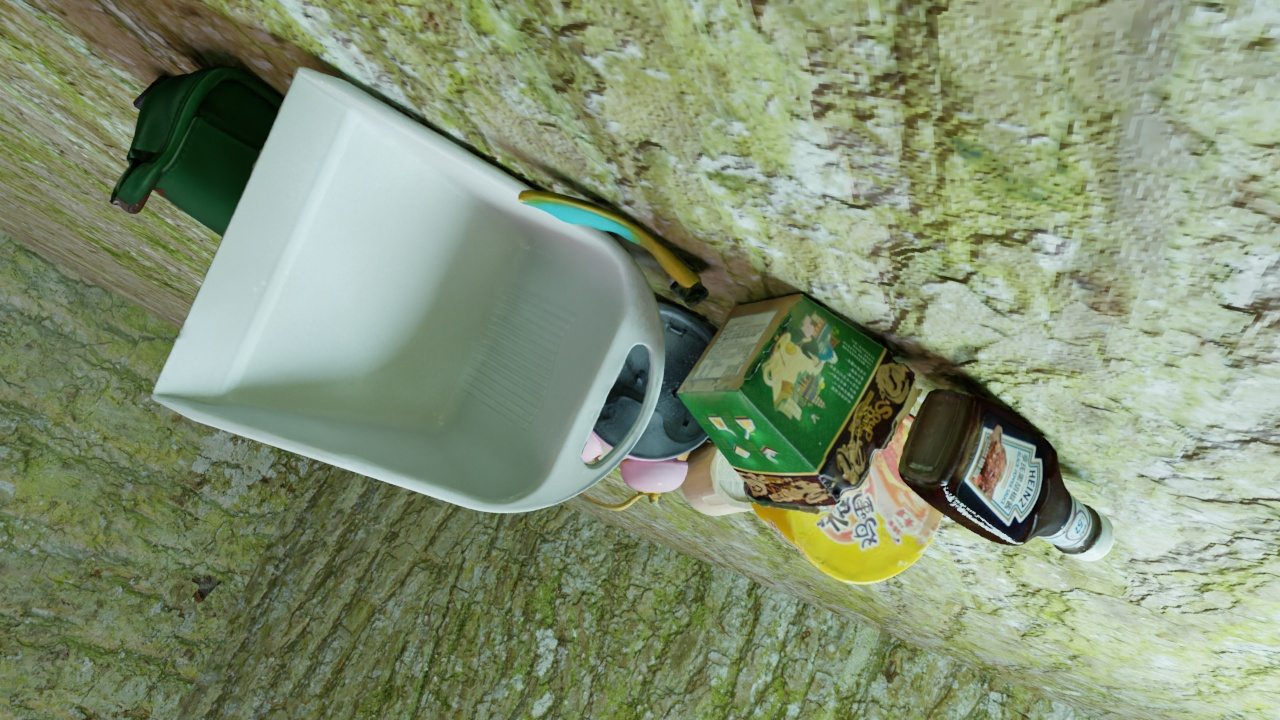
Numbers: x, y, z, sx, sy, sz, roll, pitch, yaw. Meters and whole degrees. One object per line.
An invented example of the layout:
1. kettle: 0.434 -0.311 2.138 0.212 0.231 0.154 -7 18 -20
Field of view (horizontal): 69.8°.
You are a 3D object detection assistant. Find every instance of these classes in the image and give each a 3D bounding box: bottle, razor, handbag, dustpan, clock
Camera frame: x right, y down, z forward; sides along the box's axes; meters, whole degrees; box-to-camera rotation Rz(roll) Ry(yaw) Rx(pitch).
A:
1. bottle: 0.256 0.088 0.623 0.194 0.079 0.044 30 168 -29
2. razor: -0.015 -0.075 0.569 0.132 0.028 0.043 27 -165 -24
3. handbag: -0.277 -0.126 0.626 0.068 0.120 0.131 6 156 37
4. dustpan: -0.117 -0.018 0.581 0.143 0.222 0.257 27 -177 43
5. clock: -0.004 0.035 0.688 0.117 0.158 0.060 26 165 -6

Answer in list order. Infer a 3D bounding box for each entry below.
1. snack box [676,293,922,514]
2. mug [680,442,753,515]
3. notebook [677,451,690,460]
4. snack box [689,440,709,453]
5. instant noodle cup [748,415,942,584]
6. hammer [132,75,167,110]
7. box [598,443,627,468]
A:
1. snack box: 0.095 0.020 0.603 0.105 0.118 0.118 42 160 -18
2. mug: 0.117 0.131 1.013 0.124 0.084 0.104 11 167 -11
3. notebook: -0.038 0.052 0.990 0.206 0.010 0.146 23 143 4
4. snack box: -0.026 0.087 1.135 0.178 0.045 0.183 29 165 -15
5. instant noodle cup: 0.154 0.098 0.735 0.138 0.138 0.110 28 173 -16
6. hammer: -0.270 -0.109 0.748 0.129 0.032 0.300 -11 135 44
7. box: -0.057 0.015 0.763 0.168 0.080 0.091 50 156 -21
